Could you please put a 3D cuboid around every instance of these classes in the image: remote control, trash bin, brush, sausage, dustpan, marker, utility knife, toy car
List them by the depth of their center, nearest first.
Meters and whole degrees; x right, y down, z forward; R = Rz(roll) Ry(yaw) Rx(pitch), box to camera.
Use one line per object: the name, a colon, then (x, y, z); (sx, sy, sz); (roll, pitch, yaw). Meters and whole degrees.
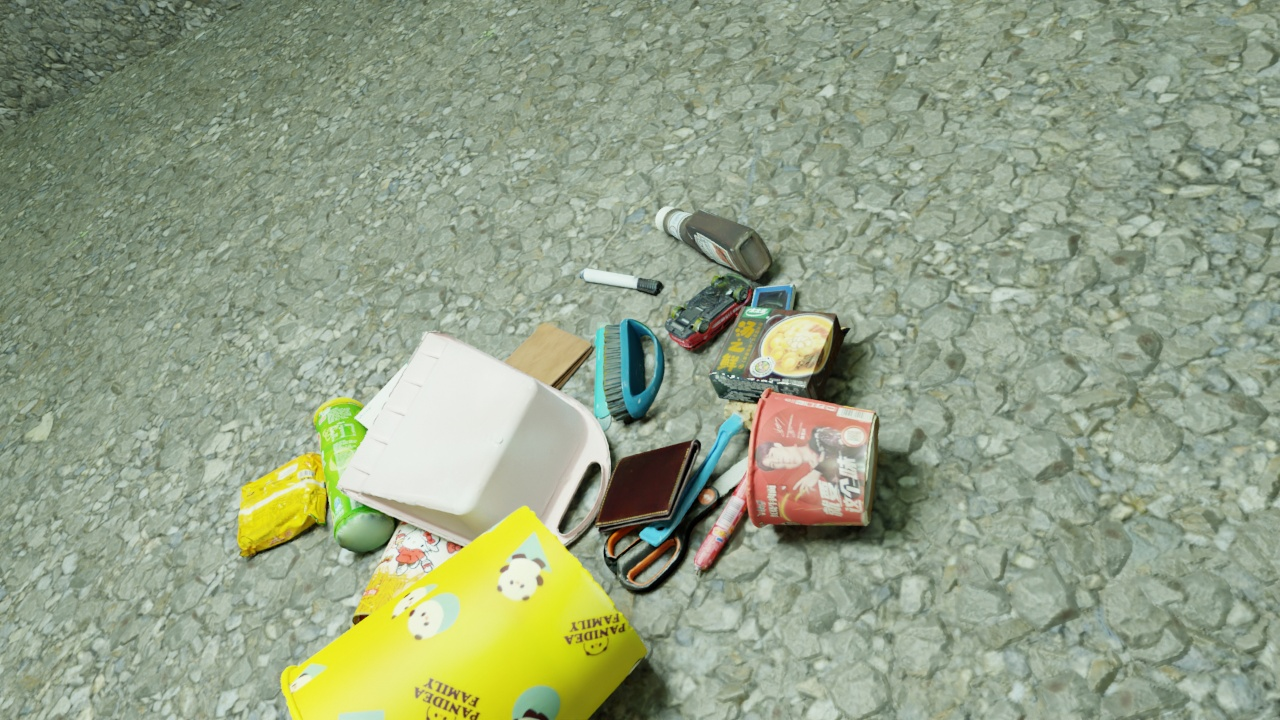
trash bin: (-0.147, 0.285, 0.837); (0.255, 0.230, 0.230); (-39, 46, -15)
sausage: (0.097, 0.153, 0.944); (0.020, 0.020, 0.155); (21, 71, 38)
brush: (0.086, 0.096, 0.977); (0.083, 0.046, 0.254); (23, 64, 41)
dustpan: (-0.179, 0.112, 1.055); (0.274, 0.139, 0.222); (15, 69, 40)
remote control: (0.151, -0.039, 1.077); (0.049, 0.024, 0.124); (-2, 54, 26)
brush: (-0.007, 0.006, 1.100); (0.074, 0.055, 0.143); (-17, 47, 15)
toy car: (0.084, -0.060, 1.115); (0.120, 0.045, 0.053); (-40, 47, -18)
utility knife: (-0.045, 0.018, 1.142); (0.029, 0.013, 0.171); (-15, 51, 20)
marker: (-0.028, -0.106, 1.232); (0.131, 0.018, 0.022); (12, 69, 34)

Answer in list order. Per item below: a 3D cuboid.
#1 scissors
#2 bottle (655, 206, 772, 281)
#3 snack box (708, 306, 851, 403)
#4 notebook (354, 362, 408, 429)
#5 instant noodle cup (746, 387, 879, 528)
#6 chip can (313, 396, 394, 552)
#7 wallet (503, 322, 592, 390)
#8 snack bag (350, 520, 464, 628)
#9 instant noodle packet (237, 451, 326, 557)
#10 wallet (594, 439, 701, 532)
scissors: (0.052, 0.145, 0.978); (0.125, 0.022, 0.234); (21, 65, 38)
bottle: (0.085, -0.159, 1.175); (0.044, 0.080, 0.195); (-46, 39, -8)
snack box: (0.151, -0.010, 0.984); (0.113, 0.053, 0.125); (7, 54, 32)
notebook: (-0.251, 0.059, 1.139); (0.209, 0.012, 0.150); (27, 72, 39)
instant noodle cup: (0.169, 0.099, 0.883); (0.109, 0.138, 0.137); (4, 55, 20)
chip can: (-0.364, 0.143, 1.162); (0.072, 0.072, 0.221); (-31, 45, 1)
wallet: (-0.130, 0.005, 1.192); (0.101, 0.020, 0.115); (26, 65, 41)
snack bag: (-0.242, 0.220, 1.050); (0.129, 0.073, 0.207); (-2, 45, 27)
instant noodle packet: (-0.464, 0.187, 1.197); (0.128, 0.044, 0.110); (-25, 53, 12)
wallet: (0.006, 0.134, 0.976); (0.123, 0.020, 0.096); (-21, 38, 47)
